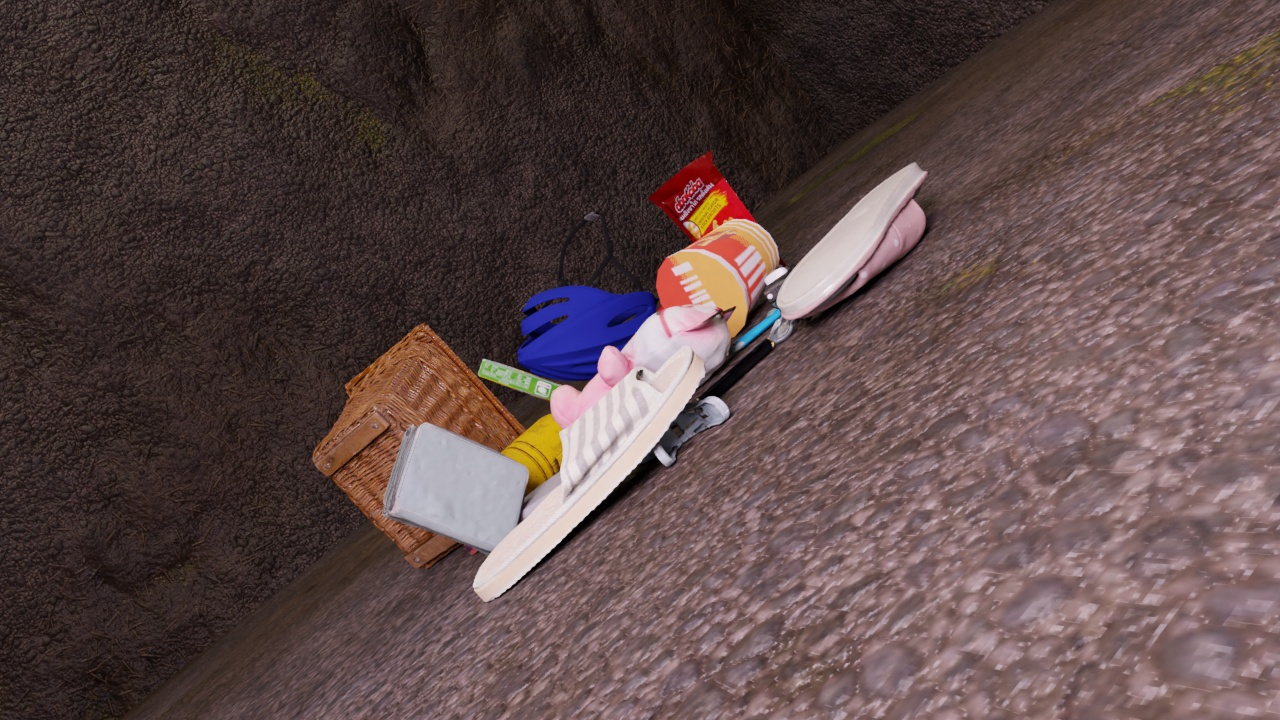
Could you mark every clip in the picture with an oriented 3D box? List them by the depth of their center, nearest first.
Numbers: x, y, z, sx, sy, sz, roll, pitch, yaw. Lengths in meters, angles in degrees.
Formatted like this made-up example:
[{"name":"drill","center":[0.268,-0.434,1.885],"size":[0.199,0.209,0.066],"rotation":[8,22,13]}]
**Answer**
[{"name":"clip","center":[0.038,0.049,0.814],"size":[0.115,0.028,0.163],"rotation":[-40,7,-10]}]

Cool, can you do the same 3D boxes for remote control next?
[{"name":"remote control","center":[-0.064,0.118,0.929],"size":[0.151,0.019,0.074],"rotation":[-35,6,13]}]

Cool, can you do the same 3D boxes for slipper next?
[{"name":"slipper","center":[-0.050,0.090,0.763],"size":[0.273,0.054,0.114],"rotation":[-49,13,3]},{"name":"slipper","center":[0.213,-0.109,0.870],"size":[0.114,0.054,0.273],"rotation":[-31,11,48]}]

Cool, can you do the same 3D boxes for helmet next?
[{"name":"helmet","center":[-0.079,-0.086,1.232],"size":[0.240,0.227,0.148],"rotation":[-12,-6,-39]}]

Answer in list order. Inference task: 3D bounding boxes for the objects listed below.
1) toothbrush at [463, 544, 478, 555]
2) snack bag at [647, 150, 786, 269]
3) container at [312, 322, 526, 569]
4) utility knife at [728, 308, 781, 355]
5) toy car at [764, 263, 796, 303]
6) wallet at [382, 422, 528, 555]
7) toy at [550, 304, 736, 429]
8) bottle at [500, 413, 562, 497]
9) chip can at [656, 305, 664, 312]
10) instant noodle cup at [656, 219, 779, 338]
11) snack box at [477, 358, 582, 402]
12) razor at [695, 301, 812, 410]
[{"name":"toothbrush","center":[-0.131,0.156,1.053],"size":[0.189,0.016,0.016],"rotation":[-42,6,-37]},{"name":"snack bag","center":[0.119,-0.191,1.330],"size":[0.066,0.208,0.139],"rotation":[-42,8,-37]},{"name":"container","center":[-0.268,0.119,1.149],"size":[0.162,0.250,0.182],"rotation":[-35,16,22]},{"name":"utility knife","center":[0.165,-0.064,1.011],"size":[0.185,0.015,0.031],"rotation":[-37,5,-14]},{"name":"toy car","center":[0.172,-0.096,1.109],"size":[0.040,0.037,0.092],"rotation":[-35,6,23]},{"name":"wallet","center":[-0.177,0.125,0.881],"size":[0.054,0.131,0.100],"rotation":[-25,43,42]},{"name":"toy","center":[0.011,0.010,0.968],"size":[0.213,0.084,0.142],"rotation":[-38,-17,13]},{"name":"bottle","center":[-0.115,0.114,1.036],"size":[0.163,0.071,0.071],"rotation":[-42,7,-39]},{"name":"chip can","center":[-0.007,0.007,1.154],"size":[0.214,0.052,0.052],"rotation":[-49,10,-26]},{"name":"instant noodle cup","center":[0.105,-0.108,1.145],"size":[0.124,0.123,0.120],"rotation":[-31,10,48]},{"name":"snack box","center":[-0.136,0.037,1.238],"size":[0.132,0.168,0.027],"rotation":[-176,106,-80]},{"name":"razor","center":[0.104,-0.002,0.869],"size":[0.144,0.022,0.043],"rotation":[-43,47,-18]}]
